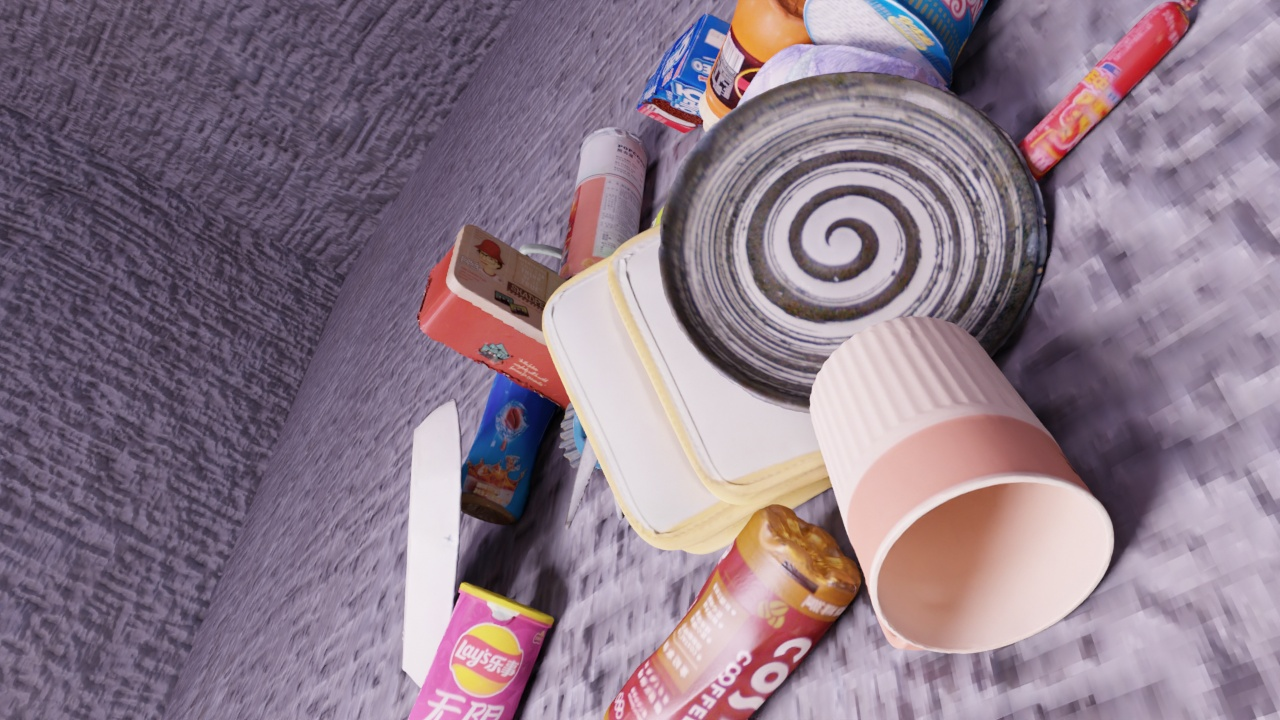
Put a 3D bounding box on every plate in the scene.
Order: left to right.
[{"bbox_3d":[-0.171,0.155,0.740,0.161,0.034,0.266,-106,23,-50],"label":"plate"},{"bbox_3d":[0.098,-0.057,0.442,0.179,0.179,0.024,-67,-20,-12],"label":"plate"}]

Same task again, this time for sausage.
[{"bbox_3d":[0.194,-0.104,0.430,0.156,0.020,0.020,-50,26,27],"label":"sausage"}]

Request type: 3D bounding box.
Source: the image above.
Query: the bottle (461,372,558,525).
[{"bbox_3d":[-0.107,0.039,0.839,0.065,0.065,0.218,-25,41,55],"label":"bottle"}]

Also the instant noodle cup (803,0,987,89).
[{"bbox_3d":[0.166,-0.227,0.540,0.110,0.099,0.099,-56,22,-5],"label":"instant noodle cup"}]

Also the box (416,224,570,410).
[{"bbox_3d":[-0.096,-0.026,0.756,0.077,0.168,0.091,-43,29,31],"label":"box"}]

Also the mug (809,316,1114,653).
[{"bbox_3d":[0.113,0.055,0.360,0.105,0.081,0.115,-96,11,-56],"label":"mug"}]

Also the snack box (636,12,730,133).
[{"bbox_3d":[0.045,-0.242,0.792,0.057,0.058,0.207,-65,12,3],"label":"snack box"}]

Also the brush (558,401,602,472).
[{"bbox_3d":[-0.013,0.013,0.682,0.074,0.055,0.143,-31,38,51],"label":"brush"}]

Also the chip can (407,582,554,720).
[{"bbox_3d":[-0.130,0.265,0.628,0.071,0.071,0.210,-8,57,62],"label":"chip can"}]

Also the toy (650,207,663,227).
[{"bbox_3d":[0.023,-0.087,0.752,0.097,0.031,0.100,4,73,65],"label":"toy"}]

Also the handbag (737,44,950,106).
[{"bbox_3d":[0.086,-0.089,0.550,0.134,0.075,0.194,36,99,49],"label":"handbag"}]

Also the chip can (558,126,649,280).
[{"bbox_3d":[-0.034,-0.129,0.866,0.071,0.071,0.214,-41,31,40],"label":"chip can"}]

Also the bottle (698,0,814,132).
[{"bbox_3d":[0.078,-0.204,0.640,0.150,0.066,0.066,131,158,-63],"label":"bottle"}]

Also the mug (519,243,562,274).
[{"bbox_3d":[-0.113,-0.072,0.921,0.112,0.106,0.082,-48,25,27],"label":"mug"}]

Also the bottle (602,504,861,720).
[{"bbox_3d":[0.031,0.151,0.434,0.175,0.057,0.057,-56,24,14],"label":"bottle"}]

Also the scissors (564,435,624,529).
[{"bbox_3d":[-0.023,0.007,0.645,0.198,0.021,0.226,20,77,51],"label":"scissors"}]

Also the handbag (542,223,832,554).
[{"bbox_3d":[0.049,-0.005,0.472,0.179,0.063,0.163,-32,68,17],"label":"handbag"}]
